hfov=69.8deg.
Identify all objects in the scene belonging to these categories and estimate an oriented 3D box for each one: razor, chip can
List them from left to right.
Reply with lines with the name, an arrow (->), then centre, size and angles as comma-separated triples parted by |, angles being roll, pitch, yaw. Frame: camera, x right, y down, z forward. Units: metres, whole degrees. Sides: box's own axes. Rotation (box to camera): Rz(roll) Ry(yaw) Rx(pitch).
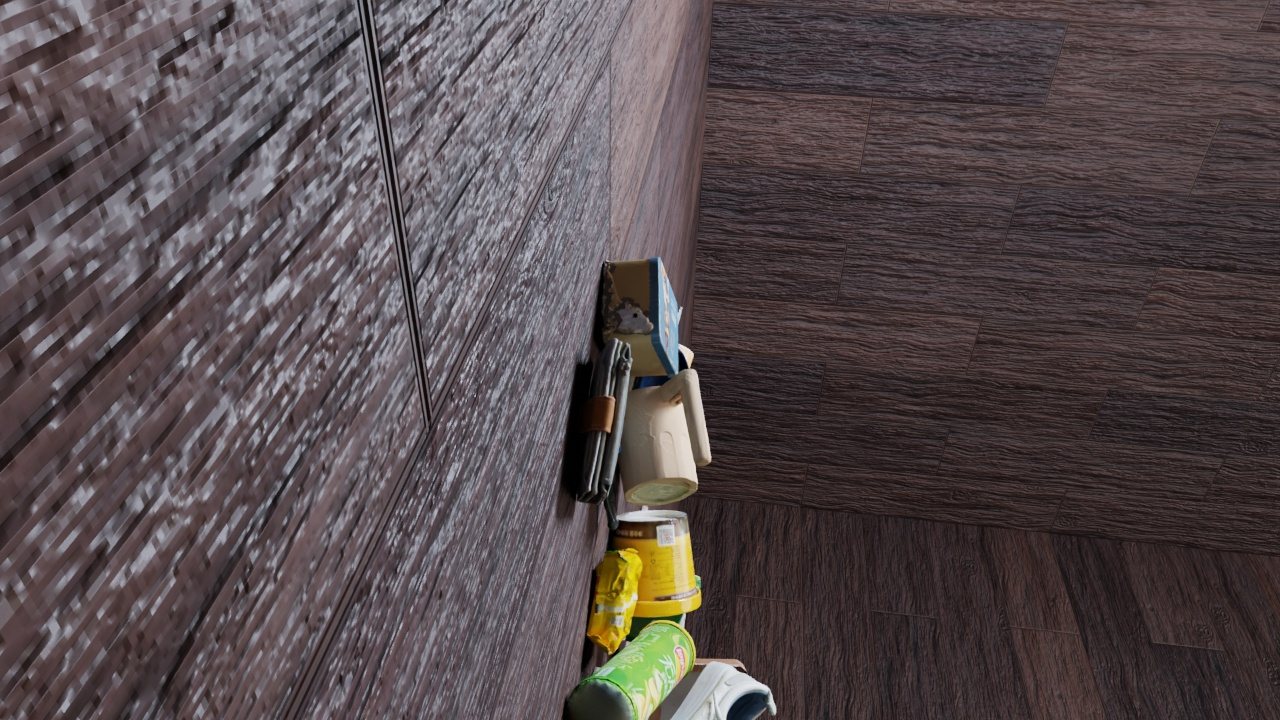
razor -> -0.033, 0.126, 0.959 | 0.042, 0.022, 0.143 | -106, -167, -52
chip can -> -0.005, 0.333, 0.953 | 0.221, 0.073, 0.072 | 1, 94, -71

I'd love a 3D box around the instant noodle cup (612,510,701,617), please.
instant noodle cup -> 0.015, 0.250, 1.146 | 0.118, 0.118, 0.114 | 7, 81, -85

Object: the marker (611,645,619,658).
marker -> -0.039, 0.436, 1.264 | 0.123, 0.015, 0.018 | -81, 176, -60

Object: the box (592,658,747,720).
box -> 0.024, 0.459, 1.052 | 0.156, 0.226, 0.180 | -141, -123, -77

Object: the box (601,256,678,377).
box -> 0.004, -0.037, 0.920 | 0.184, 0.059, 0.089 | 48, 41, -75

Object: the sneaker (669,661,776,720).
sneaker -> 0.057, 0.418, 0.955 | 0.241, 0.091, 0.089 | -37, 125, -41

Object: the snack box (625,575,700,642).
snack box -> 0.014, 0.338, 1.273 | 0.117, 0.118, 0.105 | 32, 74, -85

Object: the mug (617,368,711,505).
mug -> 0.026, 0.082, 0.960 | 0.125, 0.084, 0.103 | -39, -130, 42

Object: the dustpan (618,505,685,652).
dustpan -> -0.017, 0.386, 1.507 | 0.273, 0.138, 0.223 | -152, -118, -65

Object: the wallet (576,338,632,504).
wallet -> -0.036, 0.054, 0.783 | 0.107, 0.037, 0.129 | 118, -20, -75

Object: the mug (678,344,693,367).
mug -> 0.022, 0.042, 1.244 | 0.078, 0.078, 0.122 | 80, 22, -71

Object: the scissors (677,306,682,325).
scissors -> 0.026, 0.004, 1.185 | 0.140, 0.012, 0.171 | -19, 104, -52

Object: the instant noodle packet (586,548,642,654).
instant noodle packet -> -0.029, 0.266, 1.030 | 0.128, 0.044, 0.110 | 55, 42, -79

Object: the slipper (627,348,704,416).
slipper -> 0.033, 0.078, 1.099 | 0.104, 0.095, 0.253 | -31, 138, -27
